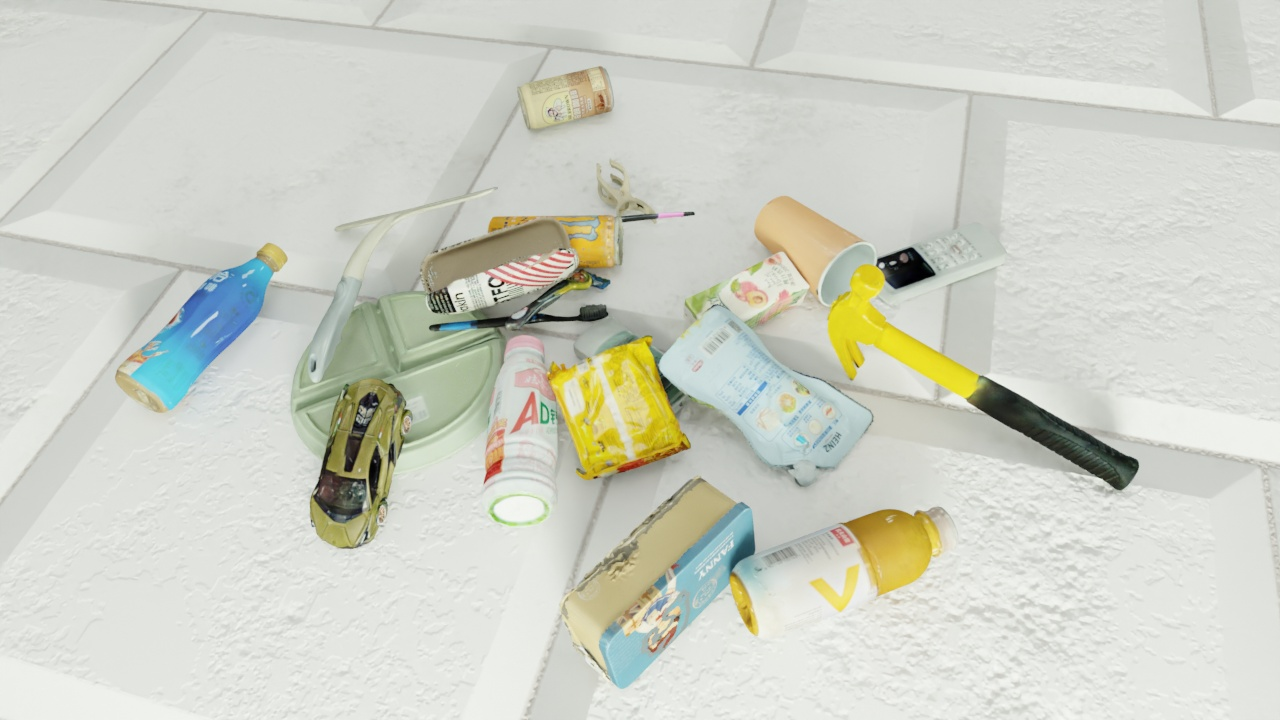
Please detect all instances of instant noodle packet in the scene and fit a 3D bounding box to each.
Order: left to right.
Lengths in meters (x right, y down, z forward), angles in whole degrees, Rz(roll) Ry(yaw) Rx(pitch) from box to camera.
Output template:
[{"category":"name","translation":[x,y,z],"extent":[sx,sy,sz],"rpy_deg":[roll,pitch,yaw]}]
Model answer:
[{"category":"instant noodle packet","translation":[-0.023,0.044,0.871],"extent":[0.110,0.044,0.128],"rpy_deg":[-18,63,-3]}]

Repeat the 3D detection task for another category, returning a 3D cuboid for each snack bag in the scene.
[{"category":"snack bag","translation":[0.118,0.032,0.871],"extent":[0.191,0.039,0.110],"rpy_deg":[40,55,11]}]

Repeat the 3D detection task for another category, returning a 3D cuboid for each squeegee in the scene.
[{"category":"squeegee","translation":[-0.295,-0.086,0.960],"extent":[0.247,0.039,0.245],"rpy_deg":[-5,51,33]}]

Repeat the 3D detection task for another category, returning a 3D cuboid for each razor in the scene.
[{"category":"razor","translation":[-0.092,-0.068,0.967],"extent":[0.043,0.022,0.142],"rpy_deg":[23,40,31]}]

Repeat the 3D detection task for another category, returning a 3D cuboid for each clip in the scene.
[{"category":"clip","translation":[-0.021,-0.192,1.076],"extent":[0.072,0.035,0.100],"rpy_deg":[-21,58,-12]}]

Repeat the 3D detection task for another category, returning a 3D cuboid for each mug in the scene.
[{"category":"mug","translation":[0.181,-0.122,0.981],"extent":[0.078,0.078,0.123],"rpy_deg":[-30,50,-17]}]

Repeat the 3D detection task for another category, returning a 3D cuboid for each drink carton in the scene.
[{"category":"drink carton","translation":[0.108,-0.060,0.954],"extent":[0.122,0.046,0.053],"rpy_deg":[-28,68,-13]}]

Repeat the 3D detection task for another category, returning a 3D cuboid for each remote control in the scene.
[{"category":"remote control","translation":[-0.006,0.005,0.930],"extent":[0.135,0.019,0.056],"rpy_deg":[37,64,28]},{"category":"remote control","translation":[0.316,-0.106,0.986],"extent":[0.150,0.021,0.058],"rpy_deg":[-20,53,-11]}]

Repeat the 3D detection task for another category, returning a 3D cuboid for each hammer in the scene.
[{"category":"hammer","translation":[0.307,0.026,0.842],"extent":[0.301,0.129,0.032],"rpy_deg":[32,59,13]}]

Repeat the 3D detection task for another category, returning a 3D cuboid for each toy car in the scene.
[{"category":"toy car","translation":[-0.260,0.094,0.848],"extent":[0.070,0.042,0.158],"rpy_deg":[7,77,9]}]

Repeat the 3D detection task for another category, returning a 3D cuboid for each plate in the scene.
[{"category":"plate","translation":[-0.248,0.013,0.941],"extent":[0.230,0.027,0.229],"rpy_deg":[-3,53,4]}]

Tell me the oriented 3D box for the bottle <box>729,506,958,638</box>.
[{"category":"bottle","translation":[0.170,0.169,0.757],"extent":[0.189,0.068,0.068],"rpy_deg":[-18,53,-9]}]

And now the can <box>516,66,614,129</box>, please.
[{"category":"can","translation":[-0.096,-0.336,1.177],"extent":[0.116,0.059,0.058],"rpy_deg":[-15,53,-7]}]

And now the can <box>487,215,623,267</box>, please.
[{"category":"can","translation":[-0.094,-0.132,1.019],"extent":[0.146,0.058,0.058],"rpy_deg":[0,52,5]}]

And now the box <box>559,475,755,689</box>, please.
[{"category":"box","translation":[0.022,0.175,0.753],"extent":[0.184,0.090,0.062],"rpy_deg":[-39,53,-21]}]

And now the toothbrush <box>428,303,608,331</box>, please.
[{"category":"toothbrush","translation":[-0.125,-0.044,0.959],"extent":[0.189,0.016,0.014],"rpy_deg":[-5,44,-15]}]

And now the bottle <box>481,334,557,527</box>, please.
[{"category":"bottle","translation":[-0.112,0.060,0.872],"extent":[0.068,0.068,0.196],"rpy_deg":[-5,48,1]}]

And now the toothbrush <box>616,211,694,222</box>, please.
[{"category":"toothbrush","translation":[-0.030,-0.157,1.038],"extent":[0.189,0.014,0.017],"rpy_deg":[-1,81,20]}]

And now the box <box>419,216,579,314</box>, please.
[{"category":"box","translation":[-0.150,-0.102,0.954],"extent":[0.162,0.076,0.086],"rpy_deg":[-22,70,-5]}]

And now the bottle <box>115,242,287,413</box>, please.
[{"category":"bottle","translation":[-0.457,-0.043,0.979],"extent":[0.065,0.065,0.218],"rpy_deg":[19,56,19]}]
